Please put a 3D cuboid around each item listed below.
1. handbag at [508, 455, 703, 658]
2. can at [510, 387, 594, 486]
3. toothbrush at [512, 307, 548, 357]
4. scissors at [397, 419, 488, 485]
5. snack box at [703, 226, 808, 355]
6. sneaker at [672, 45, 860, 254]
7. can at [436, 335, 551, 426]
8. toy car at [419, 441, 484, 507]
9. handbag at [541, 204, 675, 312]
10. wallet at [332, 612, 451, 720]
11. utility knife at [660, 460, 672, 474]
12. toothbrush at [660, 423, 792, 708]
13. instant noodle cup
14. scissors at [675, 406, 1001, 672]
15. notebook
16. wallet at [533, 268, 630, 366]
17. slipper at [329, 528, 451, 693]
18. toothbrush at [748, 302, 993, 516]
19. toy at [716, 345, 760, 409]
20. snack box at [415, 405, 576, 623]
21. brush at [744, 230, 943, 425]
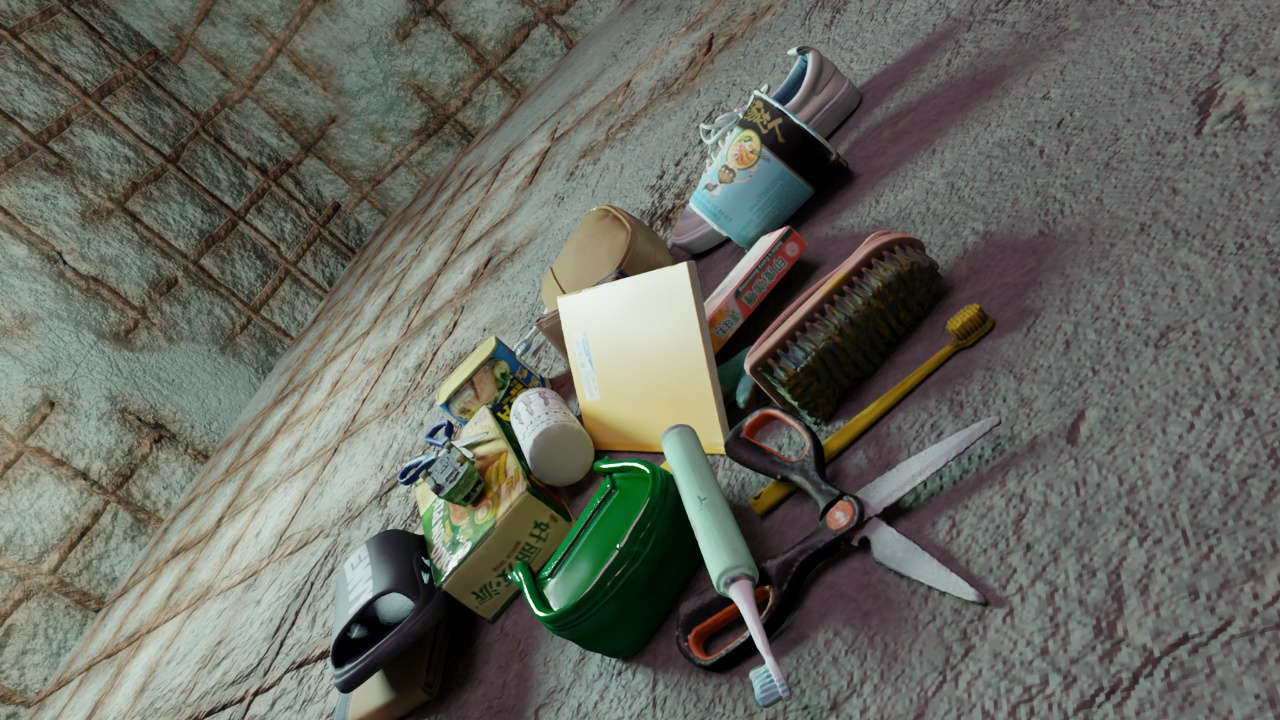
[{"bbox_3d":[-0.024,0.128,0.629,0.120,0.068,0.131,14,65,54],"label":"handbag"},{"bbox_3d":[-0.085,0.067,0.849,0.058,0.058,0.147,-48,19,-1],"label":"can"},{"bbox_3d":[-0.092,-0.092,1.169,0.026,0.027,0.220,23,71,42],"label":"toothbrush"},{"bbox_3d":[-0.192,0.082,0.924,0.171,0.012,0.140,-35,25,28],"label":"scissors"},{"bbox_3d":[0.073,-0.045,0.779,0.155,0.027,0.077,-49,7,-4],"label":"snack box"},{"bbox_3d":[0.109,-0.216,0.934,0.242,0.090,0.089,-46,22,6],"label":"sneaker"},{"bbox_3d":[-0.164,0.035,1.018,0.102,0.083,0.057,-45,23,6],"label":"can"},{"bbox_3d":[-0.165,0.102,0.810,0.043,0.036,0.091,-52,24,-9],"label":"toy car"},{"bbox_3d":[-0.034,-0.081,0.969,0.148,0.099,0.204,-52,22,10],"label":"handbag"},{"bbox_3d":[-0.214,0.274,0.794,0.115,0.033,0.090,-36,28,23],"label":"wallet"},{"bbox_3d":[-0.014,0.129,0.695,0.154,0.015,0.033,-46,29,1],"label":"utility knife"},{"bbox_3d":[0.048,0.108,0.534,0.027,0.026,0.224,-26,32,2],"label":"toothbrush"},{"bbox_3d":[0.111,-0.167,0.848,0.120,0.111,0.111,-51,22,13],"label":"instant noodle cup"},{"bbox_3d":[0.099,0.093,0.528,0.221,0.021,0.234,-49,30,5],"label":"scissors"},{"bbox_3d":[-0.004,0.004,0.748,0.010,0.146,0.207,-14,4,-33],"label":"notebook"},{"bbox_3d":[-0.029,-0.023,0.851,0.125,0.101,0.032,-27,22,40],"label":"wallet"},{"bbox_3d":[-0.231,0.200,0.814,0.110,0.083,0.268,-40,9,-1],"label":"slipper"},{"bbox_3d":[0.141,0.032,0.575,0.190,0.016,0.015,-42,24,12],"label":"toothbrush"},{"bbox_3d":[0.071,0.017,0.702,0.092,0.030,0.096,-37,17,29],"label":"toy"},{"bbox_3d":[-0.144,0.132,0.856,0.114,0.063,0.240,-49,23,-2],"label":"snack box"},{"bbox_3d":[0.136,-0.030,0.623,0.145,0.063,0.073,-46,33,1],"label":"brush"}]
